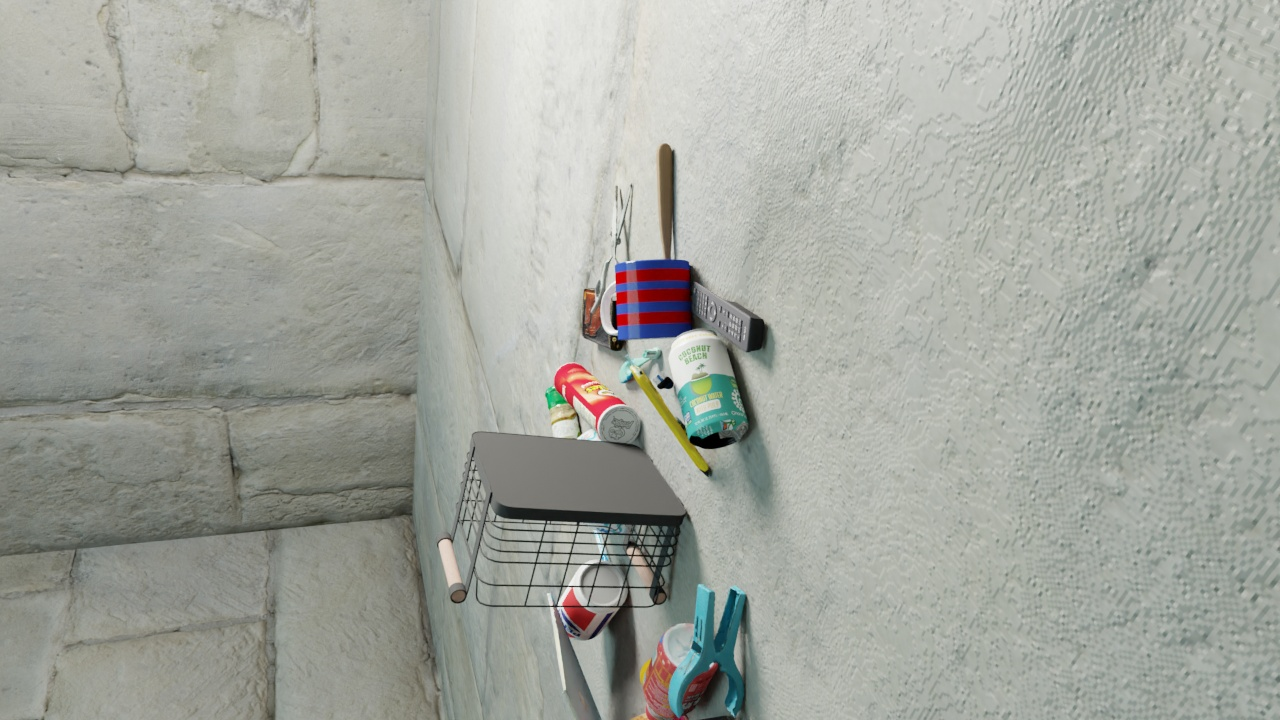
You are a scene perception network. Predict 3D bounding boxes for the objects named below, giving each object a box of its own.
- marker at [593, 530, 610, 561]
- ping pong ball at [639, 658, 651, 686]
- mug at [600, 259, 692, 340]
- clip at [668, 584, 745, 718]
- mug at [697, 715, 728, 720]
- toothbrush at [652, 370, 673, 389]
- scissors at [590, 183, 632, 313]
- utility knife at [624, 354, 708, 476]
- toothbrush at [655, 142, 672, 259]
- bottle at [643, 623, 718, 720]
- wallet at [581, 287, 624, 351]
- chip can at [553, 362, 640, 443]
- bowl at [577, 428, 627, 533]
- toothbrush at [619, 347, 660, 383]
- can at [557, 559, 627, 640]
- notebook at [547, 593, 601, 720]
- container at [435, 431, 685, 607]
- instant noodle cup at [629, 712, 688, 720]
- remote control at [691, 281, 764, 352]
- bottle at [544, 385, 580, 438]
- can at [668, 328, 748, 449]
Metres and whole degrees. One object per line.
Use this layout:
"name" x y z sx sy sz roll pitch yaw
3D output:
"marker" -0.059 0.234 1.247 0.141 0.013 0.013 -112 28 -42
"ping pong ball" 0.019 0.346 1.005 0.040 0.040 0.040 177 90 -70
"mug" 0.000 -0.059 0.931 0.112 0.074 0.076 -2 91 45
"clip" 0.082 0.276 0.848 0.130 0.121 0.031 -61 17 -5
"mug" 0.054 0.387 0.840 0.116 0.080 0.107 77 -178 -67
"toothbrush" 0.024 0.021 0.897 0.014 0.014 0.167 49 -179 4
"scissors" -0.036 -0.131 1.107 0.162 0.014 0.141 124 145 -49
"utility knife" 0.026 0.052 0.862 0.165 0.017 0.030 52 172 -33
"toothbrush" 0.026 -0.142 0.959 0.016 0.016 0.167 -167 74 -69
"bottle" 0.034 0.327 0.932 0.138 0.062 0.062 107 152 -43
"wallet" -0.048 -0.055 1.166 0.123 0.019 0.072 -160 73 -68
"chip can" -0.060 0.052 1.170 0.215 0.051 0.052 -145 55 -66
"bowl" -0.065 0.152 1.162 0.144 0.074 0.144 177 90 -70
"toothbrush" -0.006 0.006 1.065 0.135 0.017 0.022 143 122 -66
"can" -0.065 0.313 1.190 0.132 0.070 0.070 116 146 -53
"notebook" -0.067 0.438 1.137 0.181 0.009 0.254 -116 8 -66
"container" -0.084 0.178 0.994 0.163 0.241 0.130 -130 51 -59
"instant noodle cup" 0.008 0.468 0.999 0.179 0.077 0.178 176 90 -70
"remote control" 0.077 -0.042 0.833 0.136 0.015 0.032 -134 45 -65
"bottle" -0.109 0.090 1.324 0.043 0.043 0.111 121 140 -57
"can" 0.060 0.026 0.830 0.055 0.055 0.101 119 143 -55
